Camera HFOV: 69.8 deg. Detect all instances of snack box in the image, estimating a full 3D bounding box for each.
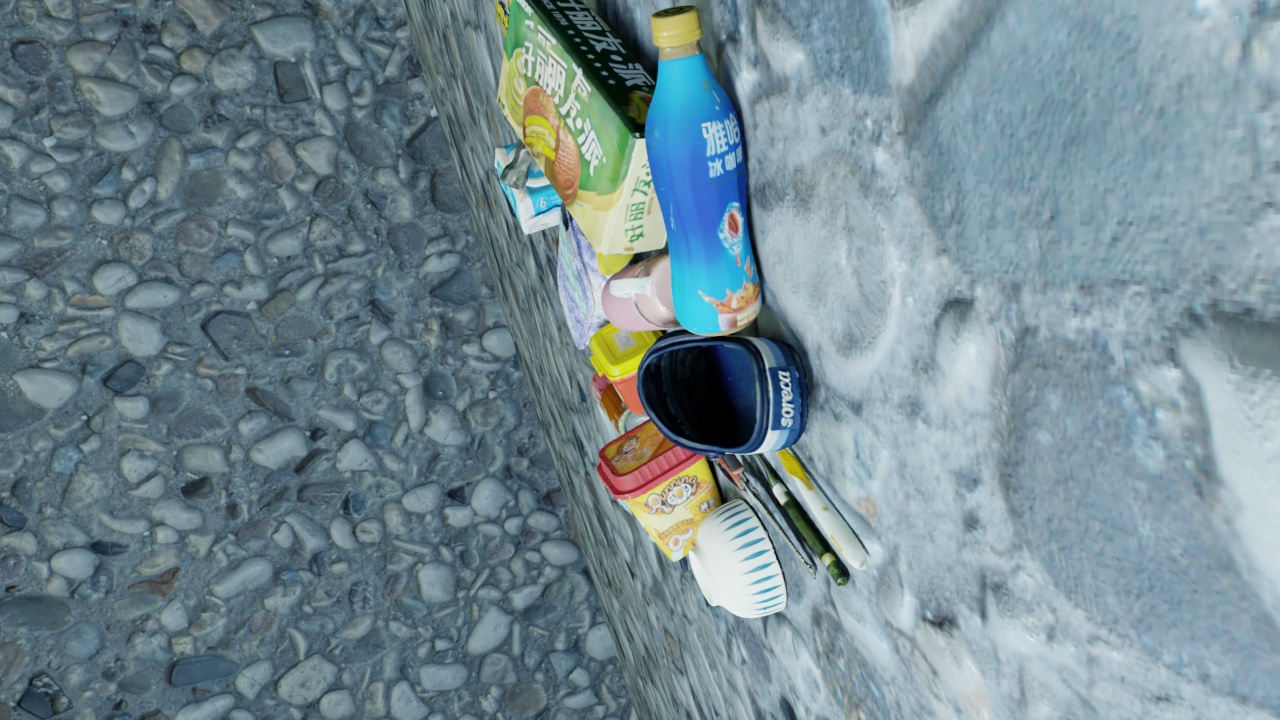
[{"bbox_3d":[-0.044,-0.204,0.764,0.240,0.063,0.115,58,145,35],"label":"snack box"},{"bbox_3d":[-0.006,0.006,1.002,0.091,0.082,0.080,58,173,51],"label":"snack box"}]

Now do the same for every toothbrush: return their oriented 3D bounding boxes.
[{"bbox_3d":[0.118,0.117,0.758,0.185,0.017,0.012,58,175,49],"label":"toothbrush"},{"bbox_3d":[0.122,0.091,0.706,0.191,0.016,0.018,58,174,47],"label":"toothbrush"}]

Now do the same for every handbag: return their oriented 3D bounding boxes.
[{"bbox_3d":[-0.052,-0.100,1.052,0.194,0.075,0.134,114,140,-71],"label":"handbag"}]

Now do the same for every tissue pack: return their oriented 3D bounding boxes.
[{"bbox_3d":[-0.119,-0.220,1.123,0.063,0.090,0.140,84,163,-50],"label":"tissue pack"}]

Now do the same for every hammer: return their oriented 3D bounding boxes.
[{"bbox_3d":[-0.071,-0.179,0.924,0.126,0.032,0.323,-60,33,20],"label":"hammer"}]

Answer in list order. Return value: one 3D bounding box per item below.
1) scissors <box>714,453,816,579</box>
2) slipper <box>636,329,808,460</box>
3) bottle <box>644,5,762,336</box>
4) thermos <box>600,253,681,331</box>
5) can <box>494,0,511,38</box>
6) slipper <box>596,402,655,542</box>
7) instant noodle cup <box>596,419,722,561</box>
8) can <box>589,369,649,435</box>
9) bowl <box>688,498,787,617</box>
[{"bbox_3d":[0.097,0.115,0.833,0.205,0.015,0.197,57,176,4],"label":"scissors"},{"bbox_3d":[0.047,0.028,0.721,0.253,0.095,0.105,-171,81,-73],"label":"slipper"},{"bbox_3d":[0.039,-0.122,0.616,0.065,0.065,0.219,-126,20,-55],"label":"bottle"},{"bbox_3d":[0.003,-0.060,0.831,0.199,0.087,0.067,-171,81,-78],"label":"thermos"},{"bbox_3d":[-0.116,-0.373,0.946,0.083,0.057,0.102,93,154,-57],"label":"can"},{"bbox_3d":[-0.024,0.145,1.313,0.104,0.074,0.245,92,157,-58],"label":"slipper"},{"bbox_3d":[0.030,0.138,0.992,0.124,0.116,0.116,63,172,-21],"label":"instant noodle cup"},{"bbox_3d":[-0.022,0.055,1.195,0.147,0.058,0.058,-133,26,-62],"label":"can"},{"bbox_3d":[0.089,0.202,0.907,0.116,0.066,0.116,160,91,-79],"label":"bowl"}]
